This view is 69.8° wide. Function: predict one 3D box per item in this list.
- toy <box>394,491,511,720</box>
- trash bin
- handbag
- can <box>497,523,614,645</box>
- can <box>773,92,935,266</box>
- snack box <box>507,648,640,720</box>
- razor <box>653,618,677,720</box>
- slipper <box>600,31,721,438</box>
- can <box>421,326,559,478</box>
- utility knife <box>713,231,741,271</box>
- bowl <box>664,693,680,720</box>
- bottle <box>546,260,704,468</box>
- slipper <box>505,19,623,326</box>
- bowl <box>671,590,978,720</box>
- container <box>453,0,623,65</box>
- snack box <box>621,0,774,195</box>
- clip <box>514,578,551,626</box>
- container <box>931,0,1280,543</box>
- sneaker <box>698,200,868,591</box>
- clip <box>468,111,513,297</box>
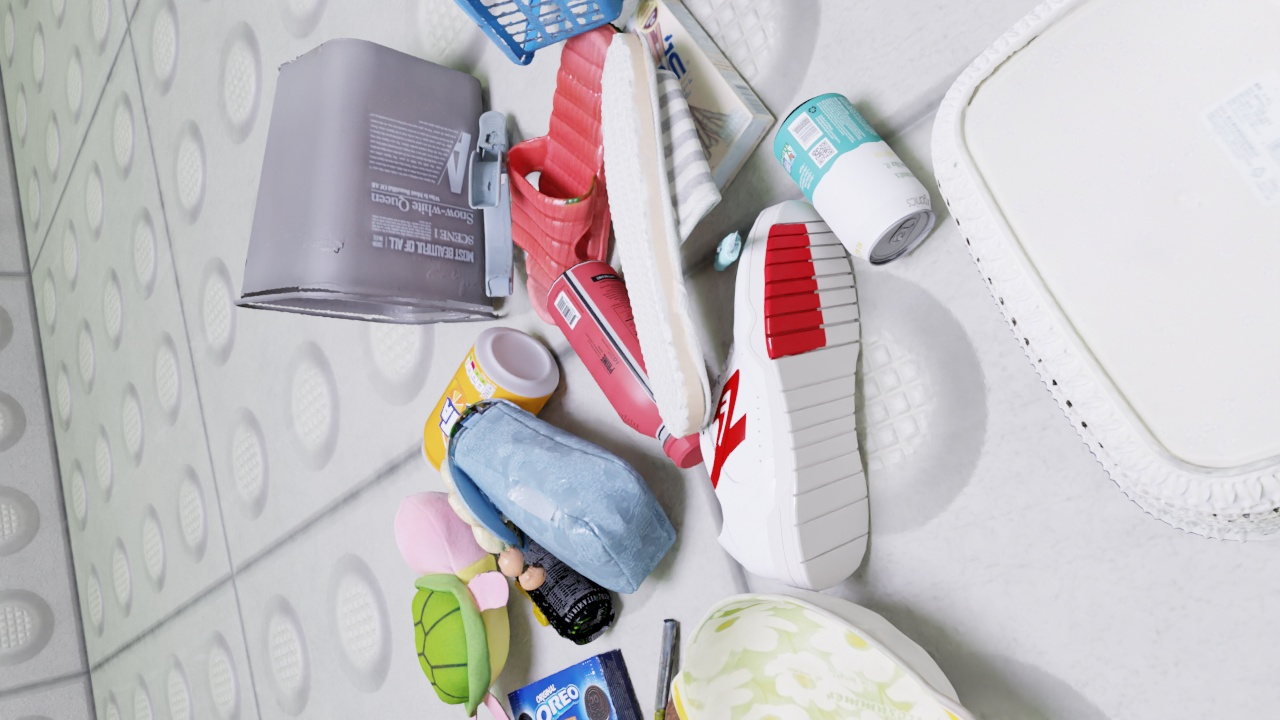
[{"bbox_3d":[-0.166,0.234,0.844,0.190,0.087,0.238,-33,69,64],"label":"toy"},{"bbox_3d":[-0.244,-0.152,0.843,0.198,0.197,0.220,0,86,46],"label":"trash bin"},{"bbox_3d":[-0.074,0.114,0.713,0.192,0.122,0.118,25,67,38],"label":"handbag"},{"bbox_3d":[-0.078,0.177,0.778,0.138,0.053,0.054,42,121,37],"label":"can"},{"bbox_3d":[0.125,-0.108,0.544,0.055,0.054,0.101,-51,58,35],"label":"can"},{"bbox_3d":[-0.058,0.306,0.785,0.151,0.027,0.082,-39,65,41],"label":"snack box"},{"bbox_3d":[0.017,0.252,0.703,0.026,0.042,0.106,4,87,48],"label":"razor"},{"bbox_3d":[0.016,-0.084,0.608,0.115,0.054,0.272,144,120,-70],"label":"slipper"},{"bbox_3d":[-0.136,0.042,0.810,0.143,0.079,0.079,-52,57,35],"label":"can"},{"bbox_3d":[0.057,-0.070,0.579,0.015,0.147,0.022,12,93,0],"label":"utility knife"},{"bbox_3d":[0.064,0.270,0.656,0.102,0.026,0.114,43,121,35],"label":"bowl"},{"bbox_3d":[-0.004,0.004,0.683,0.176,0.062,0.062,54,128,29],"label":"bottle"},{"bbox_3d":[-0.067,-0.141,0.724,0.103,0.059,0.249,41,129,40],"label":"slipper"},{"bbox_3d":[0.119,0.208,0.548,0.220,0.060,0.188,-14,103,46],"label":"bowl"},{"bbox_3d":[-0.061,-0.403,0.571,0.089,0.257,0.362,6,87,15],"label":"container"},{"bbox_3d":[0.028,-0.191,0.660,0.082,0.026,0.150,-52,57,38],"label":"snack box"},{"bbox_3d":[-0.085,0.213,0.813,0.054,0.046,0.048,30,81,40],"label":"clip"},{"bbox_3d":[0.233,-0.051,0.373,0.185,0.143,0.251,-35,68,27],"label":"container"},{"bbox_3d":[0.076,0.022,0.587,0.104,0.090,0.236,-2,96,47],"label":"sneaker"},{"bbox_3d":[-0.125,-0.121,0.796,0.172,0.030,0.165,-96,6,-54],"label":"clip"}]
